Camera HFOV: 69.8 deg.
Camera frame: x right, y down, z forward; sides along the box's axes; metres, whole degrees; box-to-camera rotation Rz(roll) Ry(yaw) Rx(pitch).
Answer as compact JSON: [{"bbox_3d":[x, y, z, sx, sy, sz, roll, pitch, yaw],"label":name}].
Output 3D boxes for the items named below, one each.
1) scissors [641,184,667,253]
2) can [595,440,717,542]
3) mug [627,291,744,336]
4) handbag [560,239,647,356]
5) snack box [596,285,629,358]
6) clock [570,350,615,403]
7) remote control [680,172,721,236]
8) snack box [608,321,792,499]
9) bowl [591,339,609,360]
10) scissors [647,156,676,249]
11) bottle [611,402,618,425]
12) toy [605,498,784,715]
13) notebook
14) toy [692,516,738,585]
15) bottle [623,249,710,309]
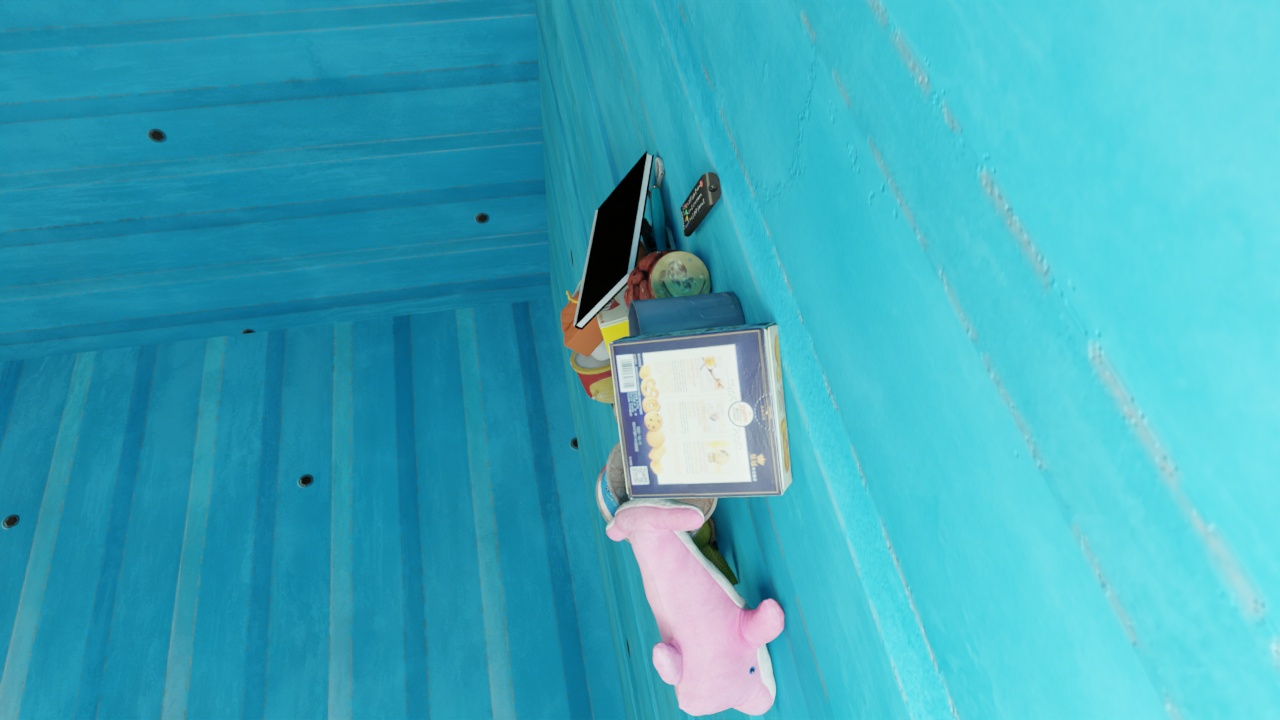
[{"bbox_3d":[0.020,-0.153,1.191,0.124,0.019,0.155,-147,54,-72],"label":"scissors"},{"bbox_3d":[0.018,0.143,1.023,0.044,0.129,0.129,116,149,-47],"label":"can"},{"bbox_3d":[0.049,-0.017,0.900,0.124,0.104,0.084,-117,22,-66],"label":"mug"},{"bbox_3d":[-0.060,-0.107,1.402,0.172,0.060,0.108,-47,33,26],"label":"handbag"},{"bbox_3d":[-0.008,0.008,1.293,0.110,0.061,0.230,-108,2,-54],"label":"snack box"},{"bbox_3d":[-0.049,0.005,1.537,0.158,0.117,0.081,-97,-13,-57],"label":"clock"},{"bbox_3d":[0.062,-0.165,0.983,0.147,0.015,0.033,142,121,-80],"label":"remote control"},{"bbox_3d":[0.052,0.045,0.800,0.042,0.145,0.144,-18,-77,-67],"label":"snack box"},{"bbox_3d":[-0.052,-0.076,1.467,0.150,0.043,0.149,-40,36,37],"label":"bowl"},{"bbox_3d":[0.025,-0.196,1.219,0.175,0.014,0.142,-109,17,-47],"label":"scissors"},{"bbox_3d":[-0.021,0.073,1.601,0.181,0.059,0.059,-112,17,-61],"label":"bottle"},{"bbox_3d":[0.047,0.262,0.916,0.187,0.127,0.265,-20,102,50],"label":"toy"},{"bbox_3d":[-0.036,-0.158,1.215,0.149,0.016,0.206,-40,34,51],"label":"notebook"},{"bbox_3d":[0.044,0.200,1.115,0.179,0.078,0.153,48,178,3],"label":"toy"},{"bbox_3d":[0.032,-0.076,1.046,0.111,0.098,0.099,175,88,-72],"label":"bottle"}]
